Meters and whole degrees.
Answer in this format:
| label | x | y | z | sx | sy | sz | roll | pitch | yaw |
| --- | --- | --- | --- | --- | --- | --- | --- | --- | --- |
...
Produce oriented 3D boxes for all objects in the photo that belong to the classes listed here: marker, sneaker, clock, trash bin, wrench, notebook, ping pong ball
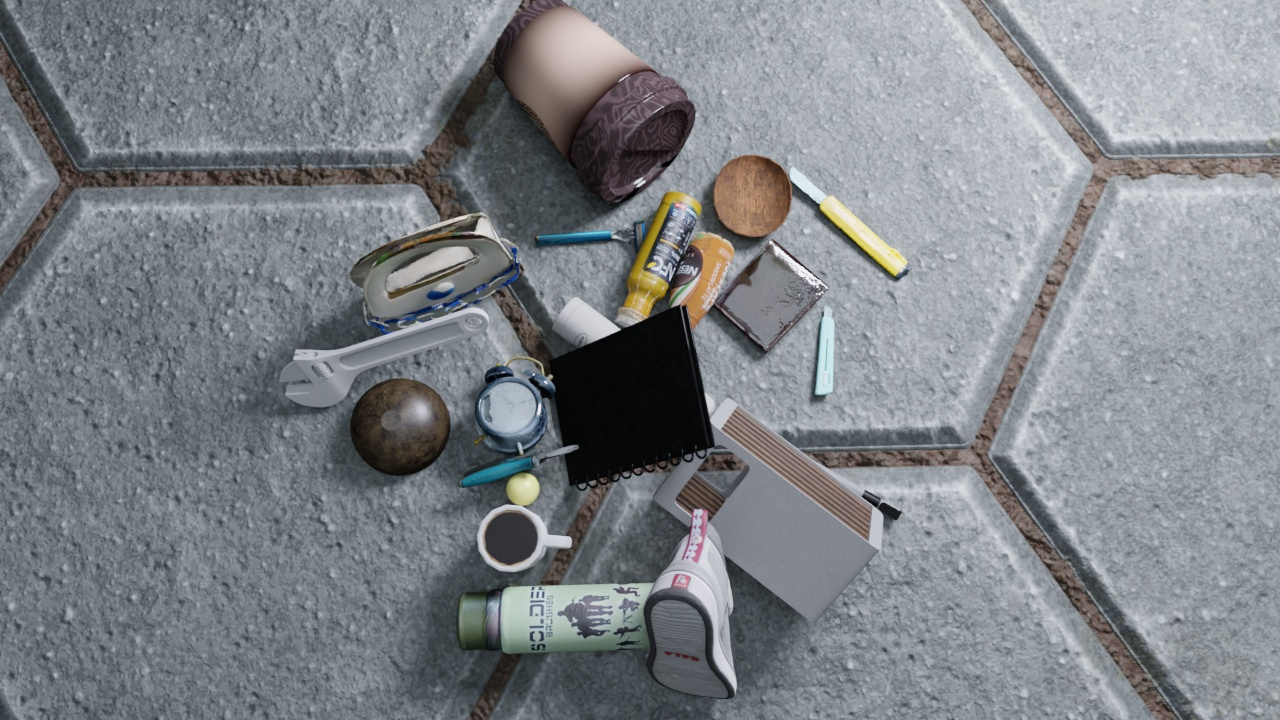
| label | x | y | z | sx | sy | sz | roll | pitch | yaw |
| --- | --- | --- | --- | --- | --- | --- | --- | --- | --- |
| marker | 0.257 | 0.156 | 1.136 | 0.140 | 0.016 | 0.016 | 29 | 79 | 5 |
| sneaker | 0.063 | 0.280 | 1.013 | 0.097 | 0.263 | 0.128 | 5 | 46 | 17 |
| clock | -0.155 | 0.054 | 1.125 | 0.090 | 0.052 | 0.129 | 12 | 62 | 5 |
| trash bin | 0.149 | 0.168 | 1.058 | 0.229 | 0.114 | 0.115 | 37 | 109 | 6 |
| wrench | -0.304 | -0.004 | 1.098 | 0.273 | 0.087 | 0.018 | -16 | 44 | 8 |
| notebook | -0.017 | 0.051 | 1.067 | 0.019 | 0.232 | 0.169 | 1 | 74 | -45 |
| ping pong ball | -0.143 | 0.156 | 1.112 | 0.040 | 0.040 | 0.040 | 0 | 78 | -2 |

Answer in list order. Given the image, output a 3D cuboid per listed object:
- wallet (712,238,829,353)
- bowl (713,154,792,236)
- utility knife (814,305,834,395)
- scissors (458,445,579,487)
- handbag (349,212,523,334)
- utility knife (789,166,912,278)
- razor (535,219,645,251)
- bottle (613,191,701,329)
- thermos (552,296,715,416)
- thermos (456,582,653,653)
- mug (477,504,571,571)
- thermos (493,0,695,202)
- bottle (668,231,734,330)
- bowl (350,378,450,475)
| label | x | y | z | sx | sy | sz | roll | pitch | yaw |
| --- | --- | --- | --- | --- | --- | --- | --- | --- | --- |
| wallet | 0.166 | -0.083 | 1.179 | 0.099 | 0.031 | 0.120 | 42 | 83 | 10 |
| bowl | 0.146 | -0.212 | 1.205 | 0.102 | 0.026 | 0.114 | 6 | 78 | 0 |
| utility knife | 0.237 | -0.012 | 1.173 | 0.022 | 0.015 | 0.119 | 6 | 75 | 1 |
| scissors | -0.151 | 0.126 | 1.112 | 0.131 | 0.148 | 0.019 | -24 | 101 | -40 |
| handbag | -0.242 | -0.103 | 1.085 | 0.200 | 0.199 | 0.093 | -26 | 84 | -4 |
| utility knife | 0.273 | -0.183 | 1.206 | 0.206 | 0.018 | 0.030 | 44 | 74 | 2 |
| razor | -0.065 | -0.161 | 1.193 | 0.144 | 0.022 | 0.042 | -2 | 114 | 2 |
| bottle | 0.020 | -0.123 | 1.169 | 0.053 | 0.053 | 0.186 | 23 | 78 | 3 |
| thermos | -0.007 | 0.007 | 1.141 | 0.224 | 0.052 | 0.052 | 37 | 79 | 6 |
| thermos | -0.097 | 0.297 | 1.068 | 0.231 | 0.082 | 0.082 | -1 | 78 | -1 |
| mug | -0.133 | 0.210 | 1.076 | 0.105 | 0.090 | 0.073 | 4 | 78 | -1 |
| thermos | -0.065 | -0.335 | 1.160 | 0.172 | 0.173 | 0.226 | -41 | 76 | -9 |
| bottle | 0.064 | -0.078 | 1.158 | 0.059 | 0.059 | 0.167 | 22 | 79 | 3 |
| bowl | -0.297 | 0.077 | 1.116 | 0.121 | 0.056 | 0.121 | 0 | 78 | -2 |
